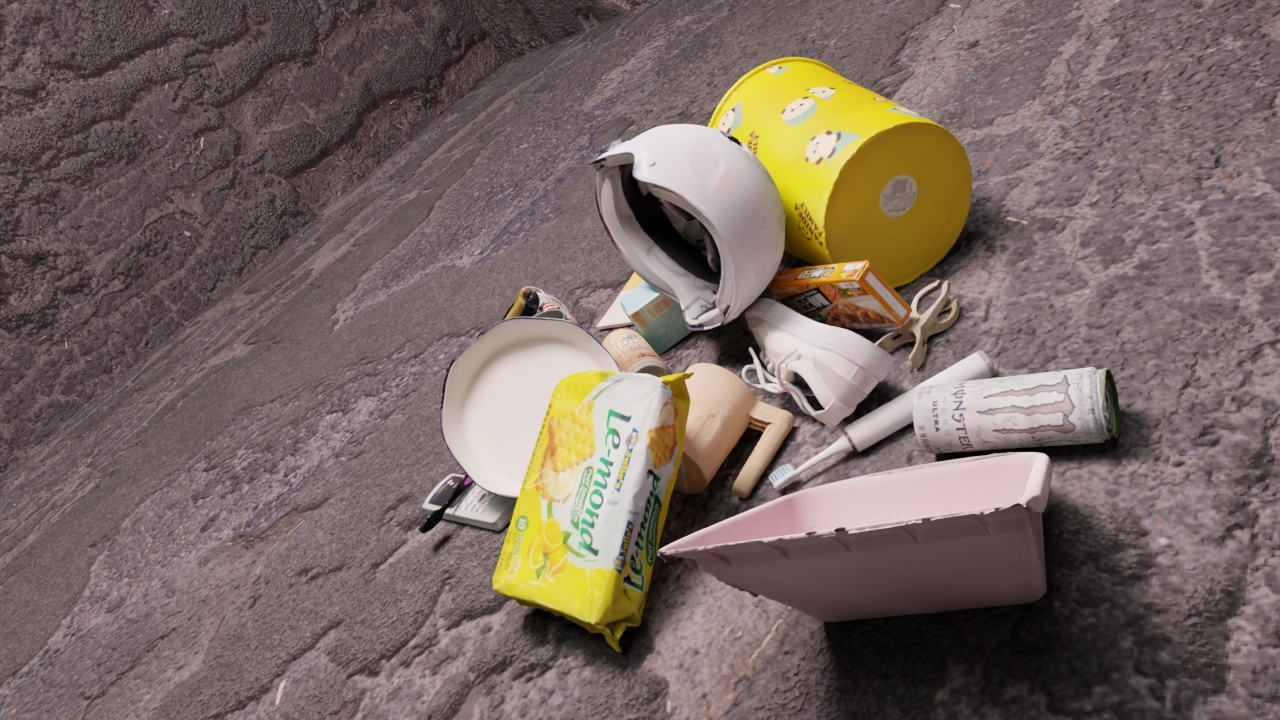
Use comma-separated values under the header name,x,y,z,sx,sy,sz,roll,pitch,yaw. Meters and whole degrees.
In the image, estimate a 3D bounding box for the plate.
name,x,y,z,sx,sy,sz,roll,pitch,yaw
plate,-0.116,0.052,1.015,0.205,0.205,0.045,-32,-15,-2

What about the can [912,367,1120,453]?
name,x,y,z,sx,sy,sz,roll,pitch,yaw
can,0.297,0.041,0.732,0.147,0.058,0.058,-9,35,36

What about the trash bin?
name,x,y,z,sx,sy,sz,roll,pitch,yaw
trash bin,0.224,-0.211,1.057,0.229,0.230,0.255,-33,33,-4

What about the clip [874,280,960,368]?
name,x,y,z,sx,sy,sz,roll,pitch,yaw
clip,0.276,-0.035,0.911,0.099,0.034,0.066,-47,32,-12

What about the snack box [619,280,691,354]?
name,x,y,z,sx,sy,sz,roll,pitch,yaw
snack box,0.066,-0.090,1.136,0.175,0.074,0.051,-35,35,3

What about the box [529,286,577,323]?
name,x,y,z,sx,sy,sz,roll,pitch,yaw
box,-0.129,-0.062,1.292,0.076,0.087,0.163,-19,25,-10

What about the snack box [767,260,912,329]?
name,x,y,z,sx,sy,sz,roll,pitch,yaw
snack box,0.202,-0.065,0.948,0.026,0.075,0.154,-54,21,-15

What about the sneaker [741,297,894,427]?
name,x,y,z,sx,sy,sz,roll,pitch,yaw
sneaker,0.159,0.003,0.916,0.091,0.089,0.242,-59,20,3

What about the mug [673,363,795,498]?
name,x,y,z,sx,sy,sz,roll,pitch,yaw
mug,0.072,0.074,0.894,0.125,0.084,0.103,21,54,24

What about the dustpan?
name,x,y,z,sx,sy,sz,roll,pitch,yaw
dustpan,0.165,0.091,0.632,0.223,0.273,0.138,-12,58,26

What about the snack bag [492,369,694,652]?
name,x,y,z,sx,sy,sz,roll,pitch,yaw
snack bag,-0.039,0.123,0.834,0.158,0.068,0.246,1,70,47

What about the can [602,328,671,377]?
name,x,y,z,sx,sy,sz,roll,pitch,yaw
can,-0.006,0.006,1.087,0.058,0.058,0.116,-33,28,-3

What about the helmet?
name,x,y,z,sx,sy,sz,roll,pitch,yaw
helmet,0.064,-0.160,0.994,0.145,0.229,0.259,-36,14,-11

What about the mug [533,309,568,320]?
name,x,y,z,sx,sy,sz,roll,pitch,yaw
mug,-0.101,0.008,1.130,0.083,0.103,0.124,-33,29,-4

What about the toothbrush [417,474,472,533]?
name,x,y,z,sx,sy,sz,roll,pitch,yaw
toothbrush,-0.195,0.131,1.071,0.018,0.014,0.188,-14,29,50

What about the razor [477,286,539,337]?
name,x,y,z,sx,sy,sz,roll,pitch,yaw
razor,-0.182,-0.047,1.280,0.168,0.067,0.062,-51,10,50

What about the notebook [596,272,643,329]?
name,x,y,z,sx,sy,sz,roll,pitch,yaw
notebook,0.050,-0.101,1.258,0.207,0.010,0.145,-7,37,37

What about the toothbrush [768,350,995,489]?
name,x,y,z,sx,sy,sz,roll,pitch,yaw
toothbrush,0.215,0.057,0.823,0.221,0.027,0.026,-30,49,3

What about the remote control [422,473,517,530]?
name,x,y,z,sx,sy,sz,roll,pitch,yaw
remote control,-0.193,0.161,1.059,0.150,0.021,0.058,1,41,44
